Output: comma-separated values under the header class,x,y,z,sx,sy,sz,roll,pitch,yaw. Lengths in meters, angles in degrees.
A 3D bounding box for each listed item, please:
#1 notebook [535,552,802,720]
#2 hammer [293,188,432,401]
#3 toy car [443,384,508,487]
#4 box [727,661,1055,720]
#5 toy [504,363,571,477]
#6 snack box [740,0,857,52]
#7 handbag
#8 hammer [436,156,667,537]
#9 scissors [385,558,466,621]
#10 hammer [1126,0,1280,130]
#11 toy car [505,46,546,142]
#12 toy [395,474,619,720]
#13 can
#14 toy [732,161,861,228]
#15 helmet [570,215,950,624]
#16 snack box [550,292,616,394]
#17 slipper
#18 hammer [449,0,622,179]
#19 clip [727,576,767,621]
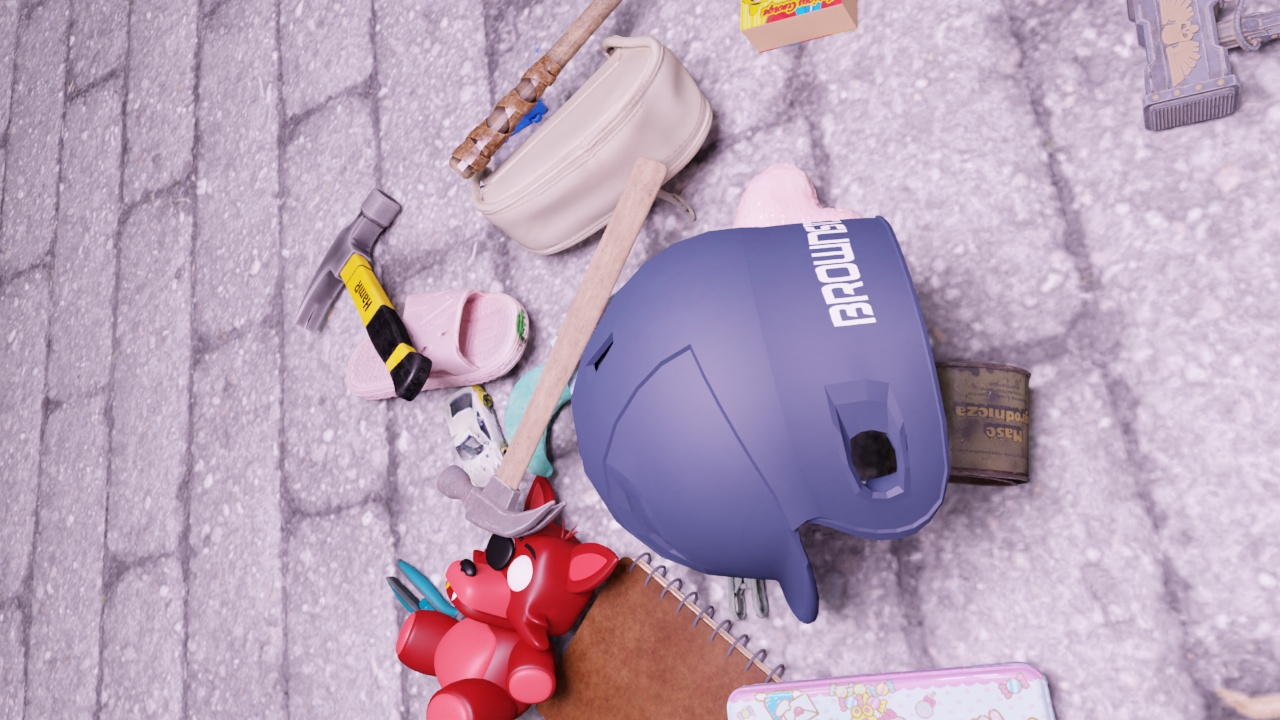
class,x,y,z,sx,sy,sz,roll,pitch,yaw
notebook,0.034,0.278,0.717,0.225,0.024,0.167,34,99,31
hammer,-0.264,-0.049,0.898,0.170,0.034,0.324,-53,39,7
toy car,-0.156,0.073,0.871,0.048,0.033,0.105,-34,65,18
box,0.165,0.249,0.617,0.214,0.033,0.076,-12,73,17
toy,-0.085,0.047,0.833,0.085,0.033,0.105,32,92,33
snack box,0.135,-0.339,0.781,0.088,0.040,0.125,-4,77,30
handbag,-0.042,-0.184,0.841,0.229,0.132,0.184,-40,37,14
hammer,-0.058,-0.009,0.745,0.119,0.030,0.331,29,95,35
scissors,-0.194,0.246,0.863,0.138,0.019,0.136,-22,71,24
hammer,0.478,-0.228,0.550,0.323,0.044,0.098,-8,75,29
toy car,-0.129,-0.265,0.924,0.092,0.033,0.062,-25,74,24
toy,-0.111,0.207,0.767,0.197,0.120,0.158,-58,34,2
can,0.215,0.045,0.620,0.090,0.089,0.074,-2,78,30
toy,0.122,-0.098,0.733,0.105,0.053,0.108,24,92,22
helmet,0.070,0.045,0.608,0.223,0.272,0.231,-13,30,10
snack box,-0.005,0.004,0.766,0.093,0.079,0.094,-35,62,22
slipper,-0.213,-0.020,0.895,0.240,0.064,0.094,-13,57,32
hammer,-0.060,-0.289,0.825,0.319,0.049,0.121,-48,25,3
clip,0.081,0.164,0.715,0.044,0.023,0.076,-16,69,29
